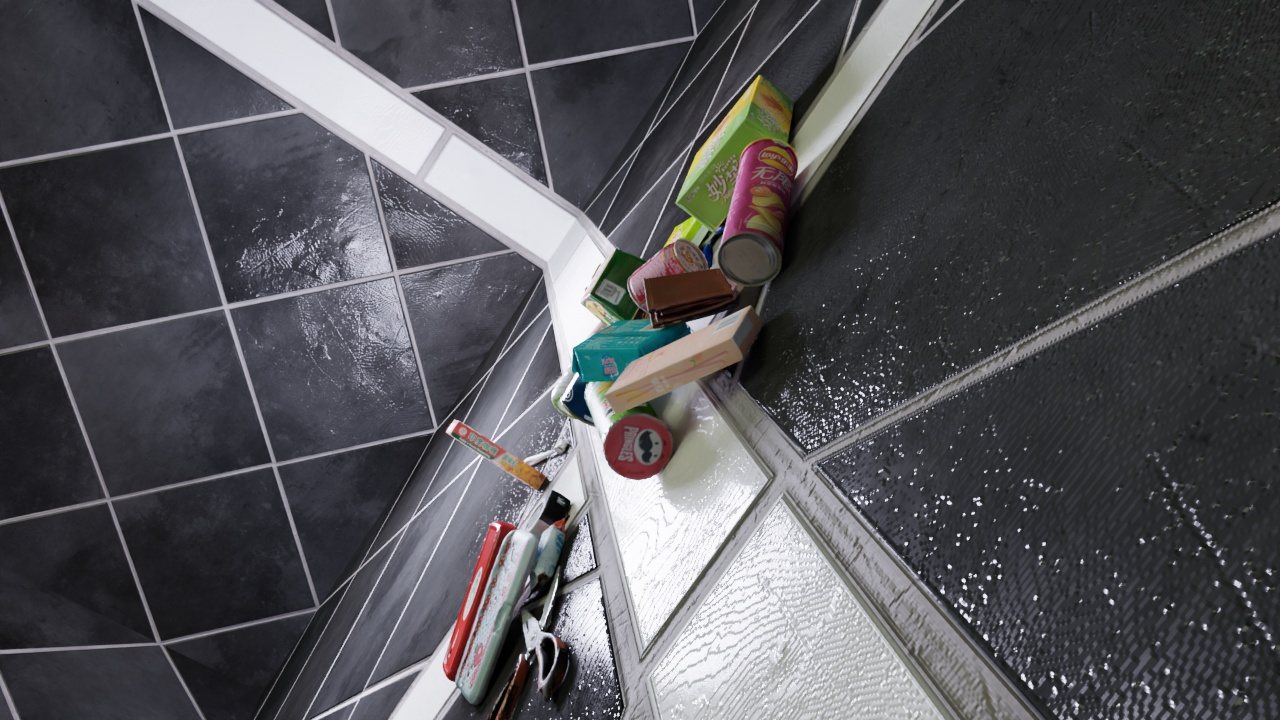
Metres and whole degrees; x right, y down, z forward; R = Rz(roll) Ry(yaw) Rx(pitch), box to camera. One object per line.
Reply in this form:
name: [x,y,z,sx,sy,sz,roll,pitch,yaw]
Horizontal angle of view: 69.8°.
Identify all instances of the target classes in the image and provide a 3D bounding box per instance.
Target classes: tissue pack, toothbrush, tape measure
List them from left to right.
toothbrush: [-0.151,0.147,1.438,0.016,0.016,0.180,-55,12,-27]
tape measure: [-0.122,0.206,1.166,0.066,0.033,0.065,-49,14,38]
tissue pack: [-0.011,-0.011,1.081,0.134,0.050,0.093,1,25,42]

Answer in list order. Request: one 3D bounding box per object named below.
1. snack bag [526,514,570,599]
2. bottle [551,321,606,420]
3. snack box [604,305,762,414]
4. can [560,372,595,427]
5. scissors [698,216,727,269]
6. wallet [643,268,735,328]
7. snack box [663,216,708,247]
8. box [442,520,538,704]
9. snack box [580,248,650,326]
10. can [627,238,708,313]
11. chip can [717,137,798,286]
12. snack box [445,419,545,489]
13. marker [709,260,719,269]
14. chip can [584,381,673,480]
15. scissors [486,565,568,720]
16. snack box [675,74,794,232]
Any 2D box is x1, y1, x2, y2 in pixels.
snack bag: [-0.109,0.230,1.083,0.048,0.026,0.104,-55,12,40]
bottle: [-0.062,-0.005,1.367,0.068,0.068,0.196,-36,22,57]
snack box: [0.043,0.000,0.927,0.158,0.026,0.084,-26,13,30]
can: [-0.046,0.023,1.201,0.111,0.075,0.075,-58,12,20]
scissors: [0.100,-0.167,1.276,0.163,0.012,0.173,-45,17,46]
wallet: [0.056,-0.078,1.087,0.101,0.032,0.124,-12,22,1]
snack box: [0.058,-0.169,1.373,0.085,0.026,0.156,-58,9,-6]
box: [-0.184,0.297,1.109,0.200,0.039,0.158,-71,16,-10]
snack box: [-0.019,-0.094,1.310,0.118,0.105,0.118,-62,10,-12]
can: [0.037,-0.111,1.209,0.094,0.066,0.066,-37,23,36]
chip can: [0.136,-0.171,1.039,0.072,0.071,0.210,-46,18,40]
snack box: [-0.220,0.142,1.387,0.027,0.155,0.077,-58,13,-10]
marker: [0.111,-0.131,1.146,0.146,0.017,0.017,-49,16,31]
chip can: [-0.020,0.065,1.045,0.072,0.072,0.236,-56,13,5]
scissors: [-0.110,0.301,0.948,0.190,0.015,0.224,-40,22,50]
snack box: [0.136,-0.294,1.285,0.158,0.070,0.209,-48,12,32]
